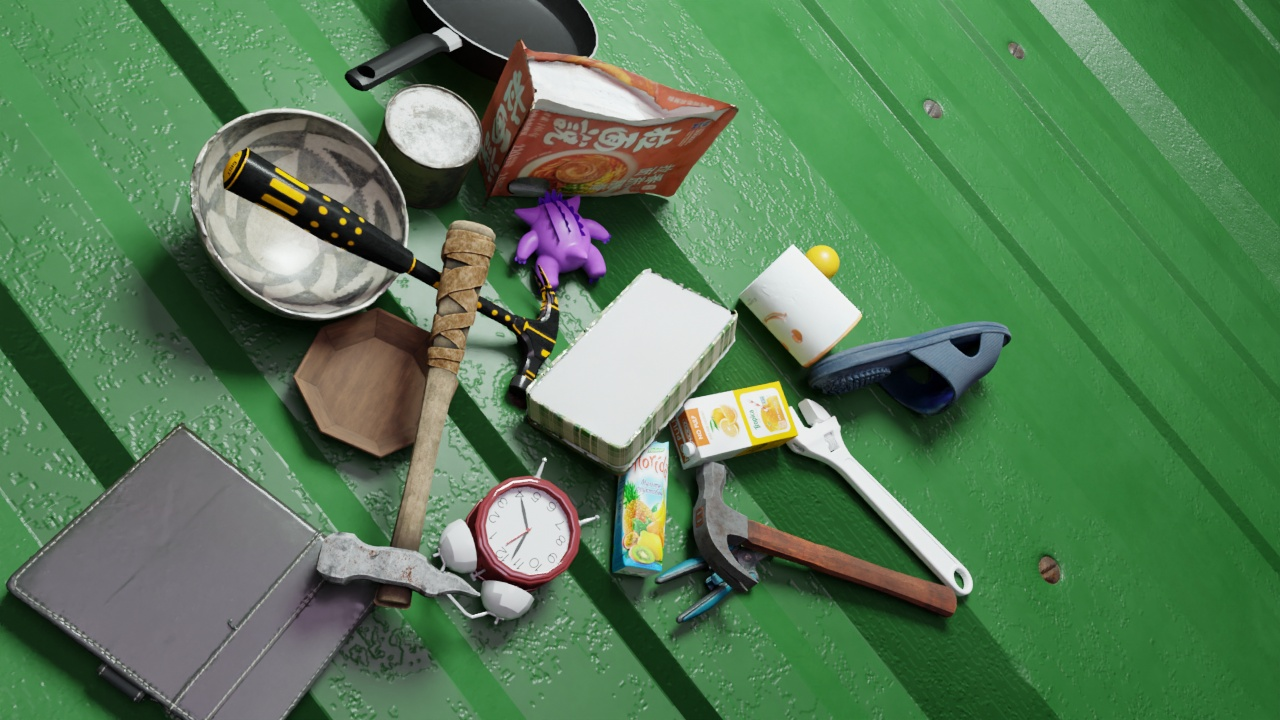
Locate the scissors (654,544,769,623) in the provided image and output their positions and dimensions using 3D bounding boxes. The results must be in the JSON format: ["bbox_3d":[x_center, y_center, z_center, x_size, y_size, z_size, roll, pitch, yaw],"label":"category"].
[{"bbox_3d":[0.077,0.200,0.851,0.126,0.019,0.143,28,54,-11],"label":"scissors"}]

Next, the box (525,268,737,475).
[{"bbox_3d":[-0.005,0.005,0.862,0.118,0.050,0.204,26,53,20],"label":"box"}]

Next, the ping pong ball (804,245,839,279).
[{"bbox_3d":[0.204,-0.110,1.034,0.040,0.040,0.040,10,64,-21],"label":"ping pong ball"}]

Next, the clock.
[{"bbox_3d":[-0.107,0.154,0.769,0.096,0.048,0.137,47,56,1],"label":"clock"}]

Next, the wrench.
[{"bbox_3d":[0.248,0.144,0.954,0.273,0.018,0.066,45,48,-3],"label":"wrench"}]

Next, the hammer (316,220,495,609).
[{"bbox_3d":[-0.163,0.036,0.736,0.121,0.049,0.318,12,72,-12],"label":"hammer"}]

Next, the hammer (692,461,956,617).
[{"bbox_3d":[0.184,0.196,0.888,0.300,0.028,0.110,22,48,-19],"label":"hammer"}]

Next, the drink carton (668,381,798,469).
[{"bbox_3d":[0.087,0.064,0.904,0.122,0.040,0.058,-10,72,-28],"label":"drink carton"}]

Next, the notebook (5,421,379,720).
[{"bbox_3d":[-0.319,0.169,0.678,0.209,0.030,0.169,38,56,-2],"label":"notebook"}]

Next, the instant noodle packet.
[{"bbox_3d":[-0.035,-0.216,0.899,0.220,0.165,0.084,0,67,-26],"label":"instant noodle packet"}]

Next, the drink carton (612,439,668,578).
[{"bbox_3d":[0.000,0.130,0.835,0.044,0.039,0.128,14,63,-19],"label":"drink carton"}]

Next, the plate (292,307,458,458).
[{"bbox_3d":[-0.226,0.021,0.786,0.131,0.025,0.131,10,64,-21],"label":"plate"}]

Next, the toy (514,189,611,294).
[{"bbox_3d":[-0.077,-0.120,0.900,0.105,0.056,0.088,-18,76,-27],"label":"toy"}]

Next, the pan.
[{"bbox_3d":[-0.174,-0.318,0.900,0.204,0.044,0.354,37,43,-1],"label":"pan"}]

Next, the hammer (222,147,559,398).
[{"bbox_3d":[-0.196,-0.084,0.781,0.320,0.036,0.123,31,62,-35],"label":"hammer"}]

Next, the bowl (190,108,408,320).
[{"bbox_3d":[-0.293,-0.115,0.777,0.178,0.081,0.178,9,76,-38],"label":"bowl"}]

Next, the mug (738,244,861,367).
[{"bbox_3d":[0.168,-0.058,0.971,0.105,0.082,0.082,47,57,1],"label":"mug"}]

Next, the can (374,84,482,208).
[{"bbox_3d":[-0.203,-0.201,0.867,0.089,0.075,0.089,10,65,-22],"label":"can"}]

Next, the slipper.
[{"bbox_3d":[0.305,0.017,0.992,0.263,0.101,0.082,-9,71,-24],"label":"slipper"}]
